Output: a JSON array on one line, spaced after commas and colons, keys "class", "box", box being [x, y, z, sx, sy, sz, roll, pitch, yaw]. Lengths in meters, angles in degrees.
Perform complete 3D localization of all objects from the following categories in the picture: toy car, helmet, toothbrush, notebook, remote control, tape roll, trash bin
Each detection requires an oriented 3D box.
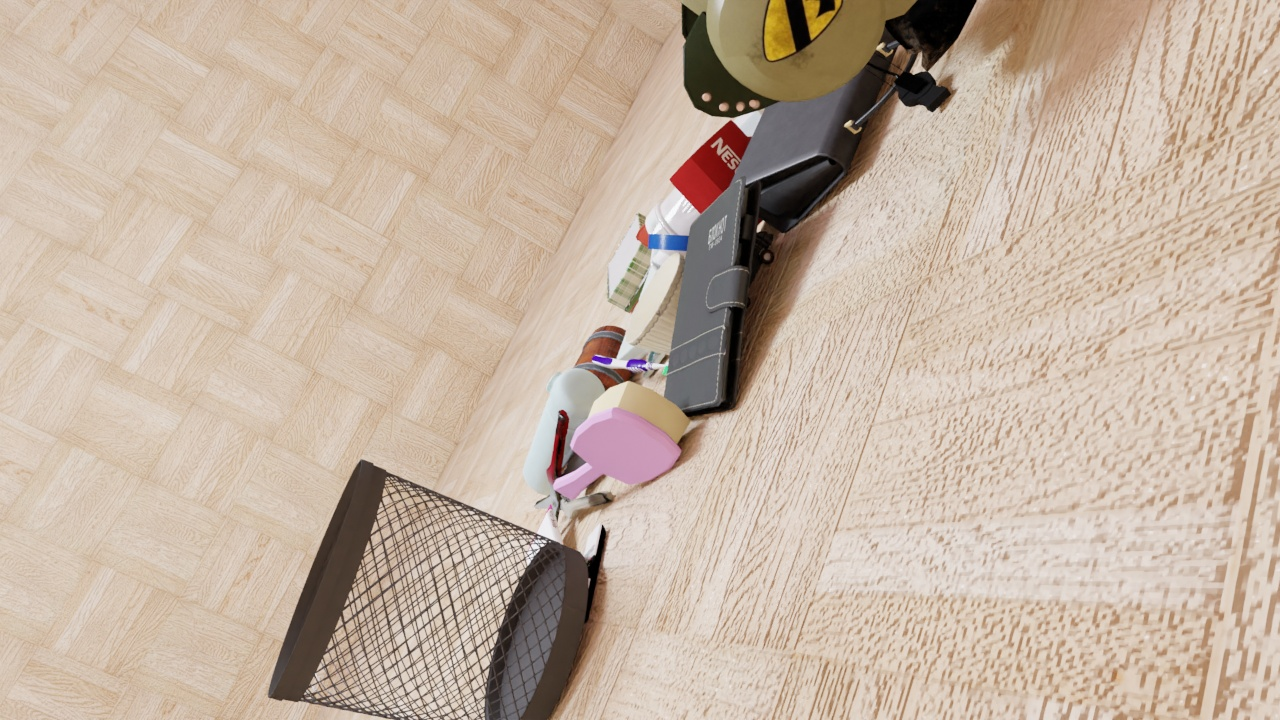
[{"class": "toy car", "box": [0.098, -0.086, 0.904, 0.092, 0.037, 0.040, -62, 12, -5]}, {"class": "helmet", "box": [0.133, -0.279, 0.635, 0.233, 0.255, 0.249, -58, 14, 28]}, {"class": "toothbrush", "box": [-0.006, 0.006, 1.046, 0.187, 0.015, 0.016, 6, 69, 56]}, {"class": "notebook", "box": [0.065, -0.052, 0.863, 0.170, 0.029, 0.209, 153, 124, -73]}, {"class": "remote control", "box": [-0.051, 0.213, 0.900, 0.028, 0.012, 0.124, -53, 15, 34]}, {"class": "tape roll", "box": [0.054, -0.129, 1.009, 0.093, 0.091, 0.016, -21, -65, -72]}, {"class": "trash bin", "box": [-0.192, 0.233, 0.858, 0.218, 0.227, 0.217, -56, 20, 33]}]

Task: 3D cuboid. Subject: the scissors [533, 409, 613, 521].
[{"class": "scissors", "box": [-0.084, 0.146, 1.057, 0.179, 0.015, 0.199, 24, 123, 50]}]

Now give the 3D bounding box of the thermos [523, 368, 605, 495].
[{"class": "thermos", "box": [-0.096, 0.090, 1.135, 0.065, 0.078, 0.207, -45, -13, -39]}]

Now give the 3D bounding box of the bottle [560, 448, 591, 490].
[{"class": "bottle", "box": [-0.060, 0.114, 1.074, 0.113, 0.047, 0.046, -50, 16, 45]}]

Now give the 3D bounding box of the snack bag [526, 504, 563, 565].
[{"class": "snack bag", "box": [-0.099, 0.230, 1.002, 0.070, 0.016, 0.196, -63, 19, 10]}]

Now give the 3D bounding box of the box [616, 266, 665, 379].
[{"class": "box", "box": [0.026, -0.072, 1.143, 0.084, 0.067, 0.198, 104, -177, -46]}]

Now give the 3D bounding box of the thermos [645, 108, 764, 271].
[{"class": "thermos", "box": [0.091, -0.197, 1.073, 0.221, 0.099, 0.099, -48, 17, 31]}]

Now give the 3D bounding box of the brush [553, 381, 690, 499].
[{"class": "brush", "box": [-0.031, 0.090, 0.916, 0.229, 0.089, 0.043, -42, 18, 57]}]

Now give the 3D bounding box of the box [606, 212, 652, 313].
[{"class": "box", "box": [-0.009, -0.160, 1.478, 0.118, 0.050, 0.205, -60, 12, 17]}]

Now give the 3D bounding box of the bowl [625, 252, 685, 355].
[{"class": "bowl", "box": [0.038, -0.055, 1.017, 0.115, 0.062, 0.115, -56, 13, 20]}]

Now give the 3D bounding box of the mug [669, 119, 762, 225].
[{"class": "mug", "box": [0.104, -0.193, 0.954, 0.116, 0.096, 0.081, -45, 5, -21]}]

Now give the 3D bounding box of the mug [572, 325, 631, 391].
[{"class": "mug", "box": [-0.051, 0.027, 1.188, 0.110, 0.081, 0.118, -70, -4, -49]}]

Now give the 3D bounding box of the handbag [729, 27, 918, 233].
[{"class": "handbag", "box": [0.185, -0.234, 0.835, 0.196, 0.072, 0.175, -22, 40, 64]}]

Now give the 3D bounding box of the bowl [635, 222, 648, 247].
[{"class": "bowl", "box": [0.054, -0.181, 1.214, 0.122, 0.035, 0.122, -32, -7, -4]}]
